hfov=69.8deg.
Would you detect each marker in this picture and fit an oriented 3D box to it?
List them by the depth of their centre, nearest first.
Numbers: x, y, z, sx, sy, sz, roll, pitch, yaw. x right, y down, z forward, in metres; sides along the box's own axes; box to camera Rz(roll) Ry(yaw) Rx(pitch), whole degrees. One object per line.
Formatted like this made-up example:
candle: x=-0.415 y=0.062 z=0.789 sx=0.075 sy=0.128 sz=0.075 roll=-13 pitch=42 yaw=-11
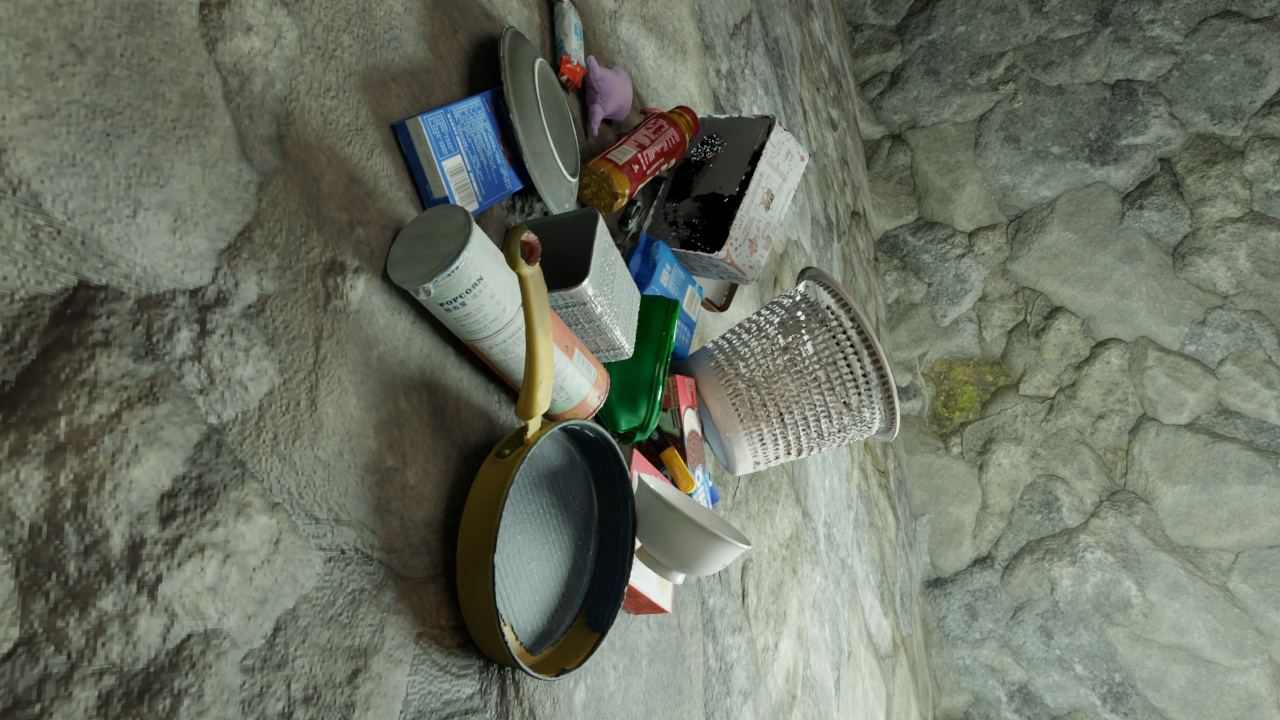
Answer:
marker: x=0.020 y=0.083 z=0.948 sx=0.124 sy=0.018 sz=0.015 roll=58 pitch=10 yaw=15
marker: x=0.063 y=0.116 z=1.090 sx=0.016 sy=0.017 sz=0.146 roll=-71 pitch=143 yaw=-48

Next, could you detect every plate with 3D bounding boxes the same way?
plate: x=-0.084 y=-0.217 z=0.838 sx=0.179 sy=0.024 sz=0.179 roll=-12 pitch=89 yaw=-80

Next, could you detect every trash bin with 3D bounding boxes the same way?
trash bin: x=0.160 y=0.030 z=1.072 sx=0.227 sy=0.192 sz=0.227 roll=155 pitch=-89 yaw=-84

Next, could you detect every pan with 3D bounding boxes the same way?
pan: x=-0.068 y=0.073 z=0.668 sx=0.197 sy=0.078 sz=0.358 roll=-48 pitch=132 yaw=-51

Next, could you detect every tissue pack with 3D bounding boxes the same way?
tissue pack: x=0.018 y=-0.065 z=1.001 sx=0.157 sy=0.052 sz=0.094 roll=42 pitch=58 yaw=-55

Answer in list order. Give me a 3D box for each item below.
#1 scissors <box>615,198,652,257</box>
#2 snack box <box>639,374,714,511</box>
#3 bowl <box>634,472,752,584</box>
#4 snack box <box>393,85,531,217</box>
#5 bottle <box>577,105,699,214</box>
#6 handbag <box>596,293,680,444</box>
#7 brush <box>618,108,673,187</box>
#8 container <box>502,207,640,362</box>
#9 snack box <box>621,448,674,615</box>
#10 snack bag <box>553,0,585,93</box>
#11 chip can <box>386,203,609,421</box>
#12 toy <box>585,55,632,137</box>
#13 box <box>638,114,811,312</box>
scissors: x=-0.010 y=-0.140 z=0.983 sx=0.171 sy=0.014 sz=0.159 roll=106 pitch=10 yaw=-68
snack box: x=0.038 y=0.121 z=0.980 sx=0.058 sy=0.057 sz=0.207 roll=12 pitch=69 yaw=-65
bowl: x=0.032 y=0.158 z=0.812 sx=0.064 sy=0.118 sz=0.118 roll=-58 pitch=150 yaw=0
snack box: x=-0.135 y=-0.168 z=0.745 sx=0.156 sy=0.026 sz=0.084 roll=-53 pitch=129 yaw=-60
bottle: x=0.002 y=-0.218 z=0.971 sx=0.174 sy=0.058 sz=0.057 roll=-45 pitch=124 yaw=-38
handbag: x=-0.005 y=0.005 z=0.895 sx=0.120 sy=0.068 sz=0.131 roll=94 pitch=7 yaw=-53
brush: x=0.031 y=-0.255 z=1.113 sx=0.145 sy=0.063 sz=0.069 roll=14 pitch=81 yaw=-66
container: x=-0.057 y=-0.057 z=0.801 sx=0.114 sy=0.090 sz=0.090 roll=56 pitch=33 yaw=-48
snack box: x=-0.007 y=0.165 z=0.876 sx=0.113 sy=0.044 sz=0.126 roll=49 pitch=39 yaw=-48
snack bag: x=-0.075 y=-0.332 z=0.950 sx=0.048 sy=0.026 sz=0.104 roll=29 pitch=53 yaw=-69
chip can: x=-0.101 y=-0.026 z=0.710 sx=0.215 sy=0.071 sz=0.071 roll=50 pitch=37 yaw=-48
toy: x=-0.034 y=-0.290 z=1.011 sx=0.107 sy=0.039 sz=0.084 roll=-42 pitch=137 yaw=-67
box: x=0.117 y=-0.160 z=1.081 sx=0.192 sy=0.157 sz=0.183 roll=32 pitch=79 yaw=-44
